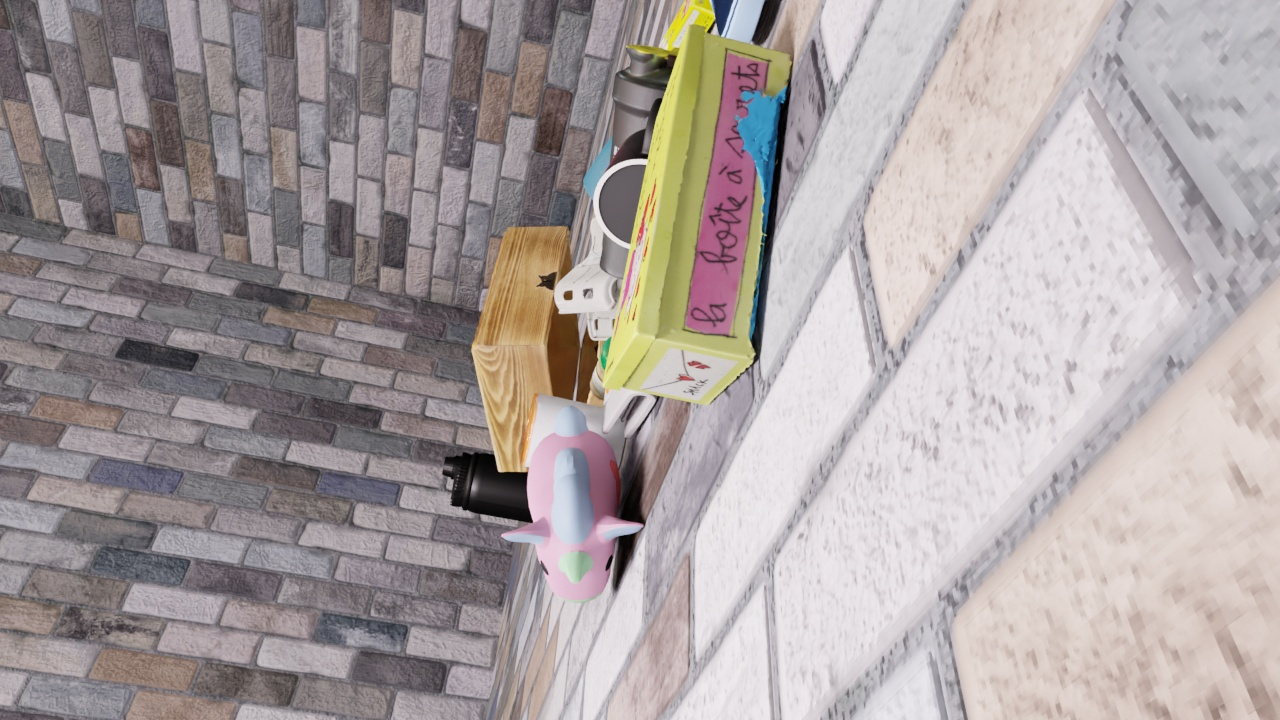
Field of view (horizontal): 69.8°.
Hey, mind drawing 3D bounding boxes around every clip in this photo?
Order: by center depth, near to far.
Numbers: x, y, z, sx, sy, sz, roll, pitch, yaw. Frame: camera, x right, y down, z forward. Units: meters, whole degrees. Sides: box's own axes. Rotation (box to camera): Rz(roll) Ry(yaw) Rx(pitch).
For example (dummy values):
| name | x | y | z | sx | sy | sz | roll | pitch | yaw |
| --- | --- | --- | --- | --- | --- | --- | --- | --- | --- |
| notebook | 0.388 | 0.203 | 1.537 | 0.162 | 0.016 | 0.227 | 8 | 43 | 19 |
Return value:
| name | x | y | z | sx | sy | sz | roll | pitch | yaw |
| --- | --- | --- | --- | --- | --- | --- | --- | --- | --- |
| clip | -0.051 | -0.096 | 1.060 | 0.127 | 0.101 | 0.152 | 3 | 102 | 57 |

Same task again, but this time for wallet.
| name | x | y | z | sx | sy | sz | roll | pitch | yaw |
| --- | --- | --- | --- | --- | --- | --- | --- | --- | --- |
| wallet | -0.006 | 0.005 | 0.906 | 0.119 | 0.037 | 0.115 | 122 | 158 | -59 |

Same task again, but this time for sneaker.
| name | x | y | z | sx | sy | sz | roll | pitch | yaw |
| --- | --- | --- | --- | --- | --- | --- | --- | --- | --- |
| sneaker | 0.053 | -0.330 | 0.744 | 0.240 | 0.098 | 0.084 | -87 | 11 | -45 |

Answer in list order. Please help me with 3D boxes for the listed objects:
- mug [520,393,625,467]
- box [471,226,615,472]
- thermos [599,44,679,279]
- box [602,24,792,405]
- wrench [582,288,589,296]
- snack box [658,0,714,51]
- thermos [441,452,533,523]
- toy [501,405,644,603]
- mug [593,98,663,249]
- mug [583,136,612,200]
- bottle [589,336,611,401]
| name | x | y | z | sx | sy | sz | roll | pitch | yaw |
| --- | --- | --- | --- | --- | --- | --- | --- | --- | --- |
| mug | -0.075 | 0.086 | 1.022 | 0.082 | 0.105 | 0.082 | -170 | 91 | -82 |
| box | -0.107 | -0.009 | 1.287 | 0.278 | 0.192 | 0.252 | -89 | -2 | -49 |
| thermos | 0.011 | -0.191 | 0.898 | 0.098 | 0.098 | 0.221 | -95 | 13 | -63 |
| box | 0.036 | -0.093 | 0.610 | 0.125 | 0.079 | 0.220 | 126 | 154 | -72 |
| wrench | -0.020 | -0.195 | 1.129 | 0.274 | 0.022 | 0.073 | -61 | 11 | 20 |
| snack box | 0.045 | -0.352 | 1.004 | 0.148 | 0.029 | 0.040 | 138 | 147 | -64 |
| thermos | -0.183 | 0.182 | 1.302 | 0.086 | 0.198 | 0.086 | -170 | 91 | -82 |
| toy | -0.064 | 0.125 | 0.874 | 0.171 | 0.120 | 0.221 | 91 | 175 | -58 |
| mug | 0.011 | -0.168 | 0.801 | 0.098 | 0.082 | 0.118 | -72 | -8 | -59 |
| mug | 0.000 | -0.212 | 1.024 | 0.104 | 0.084 | 0.112 | -52 | 42 | 37 |
| bottle | -0.033 | 0.011 | 1.061 | 0.111 | 0.043 | 0.043 | 116 | 163 | -63 |
